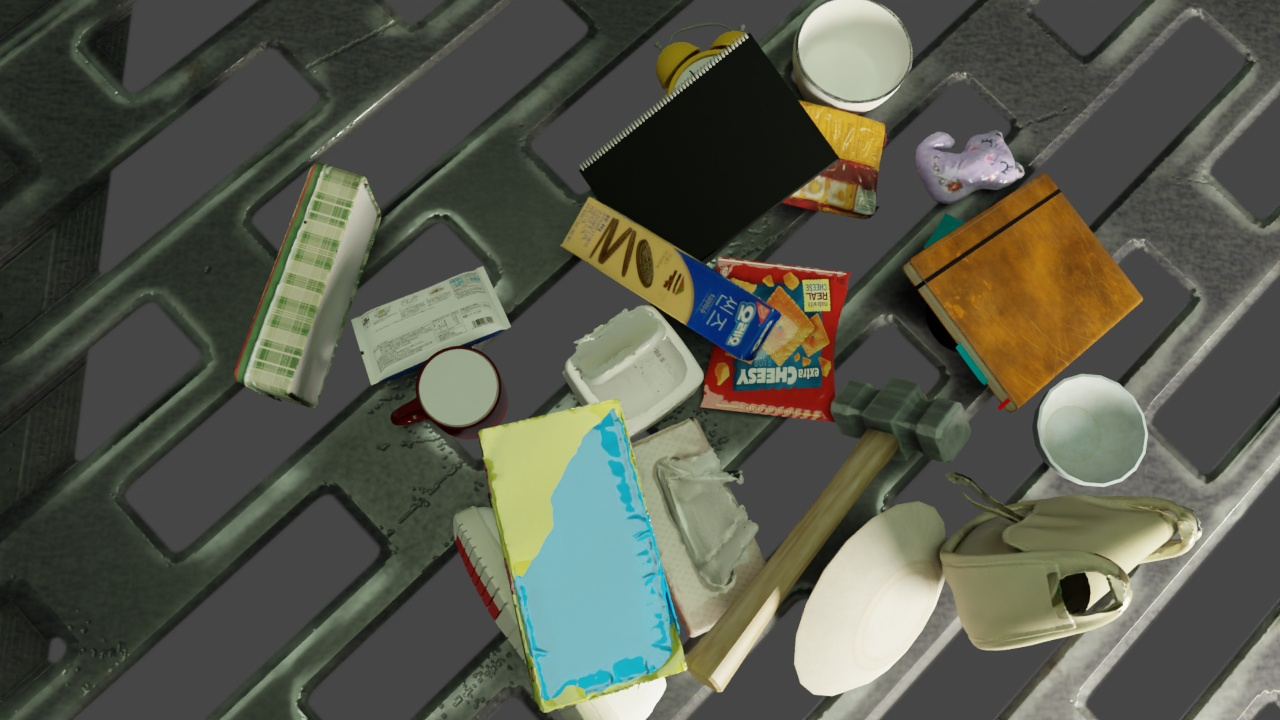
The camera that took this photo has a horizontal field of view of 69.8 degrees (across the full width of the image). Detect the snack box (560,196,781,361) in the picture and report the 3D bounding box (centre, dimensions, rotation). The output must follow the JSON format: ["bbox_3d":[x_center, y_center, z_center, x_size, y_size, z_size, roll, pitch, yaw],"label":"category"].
[{"bbox_3d":[0.028,-0.075,0.847,0.207,0.057,0.056,33,97,14],"label":"snack box"}]

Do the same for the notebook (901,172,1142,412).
[{"bbox_3d":[0.358,-0.076,0.869,0.248,0.014,0.178,-31,82,-30],"label":"notebook"}]

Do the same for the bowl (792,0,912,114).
[{"bbox_3d":[0.205,-0.296,0.920,0.116,0.066,0.116,1,79,-4],"label":"bowl"}]

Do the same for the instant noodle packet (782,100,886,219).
[{"bbox_3d":[0.180,-0.195,0.895,0.135,0.040,0.098,9,91,-18],"label":"instant noodle packet"}]

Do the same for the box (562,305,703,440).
[{"bbox_3d":[-0.005,0.004,0.818,0.110,0.130,0.103,-35,84,-12],"label":"box"}]

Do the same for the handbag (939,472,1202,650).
[{"bbox_3d":[0.332,0.145,0.753,0.228,0.185,0.132,-13,80,-45],"label":"handbag"}]

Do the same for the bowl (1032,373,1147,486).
[{"bbox_3d":[0.422,0.068,0.878,0.106,0.039,0.106,1,79,-4],"label":"bowl"}]

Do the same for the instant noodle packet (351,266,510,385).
[{"bbox_3d":[-0.195,-0.035,0.849,0.134,0.026,0.087,-23,53,-8],"label":"instant noodle packet"}]

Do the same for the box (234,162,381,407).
[{"bbox_3d":[-0.292,-0.063,0.820,0.050,0.118,0.205,17,80,-5],"label":"box"}]

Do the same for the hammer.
[{"bbox_3d":[0.149,0.140,0.777,0.322,0.117,0.051,-46,125,-23],"label":"hammer"}]

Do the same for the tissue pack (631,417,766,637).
[{"bbox_3d":[0.051,0.145,0.829,0.104,0.071,0.181,-23,78,-7],"label":"tissue pack"}]

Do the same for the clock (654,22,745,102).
[{"bbox_3d":[0.076,-0.264,0.914,0.113,0.052,0.152,-14,84,-6],"label":"clock"}]

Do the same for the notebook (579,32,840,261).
[{"bbox_3d":[0.060,-0.188,0.872,0.207,0.016,0.149,-35,83,16],"label":"notebook"}]

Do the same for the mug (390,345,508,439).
[{"bbox_3d":[-0.174,0.036,0.824,0.105,0.083,0.073,-18,81,-7],"label":"mug"}]

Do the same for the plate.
[{"bbox_3d":[0.207,0.210,0.779,0.188,0.189,0.027,-47,42,-10],"label":"plate"}]

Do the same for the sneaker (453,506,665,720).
[{"bbox_3d":[-0.065,0.213,0.802,0.104,0.090,0.236,-33,78,-25],"label":"sneaker"}]

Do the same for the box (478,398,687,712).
[{"bbox_3d":[-0.050,0.152,0.729,0.124,0.082,0.221,-14,81,-11],"label":"box"}]

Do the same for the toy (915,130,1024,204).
[{"bbox_3d":[0.329,-0.200,0.925,0.099,0.036,0.080,-22,77,-6],"label":"toy"}]

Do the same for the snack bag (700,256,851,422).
[{"bbox_3d":[0.129,-0.020,0.875,0.131,0.039,0.144,7,88,-3],"label":"snack bag"}]

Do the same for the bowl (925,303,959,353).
[{"bbox_3d":[0.313,-0.045,0.879,0.124,0.053,0.124,8,65,-19],"label":"bowl"}]
